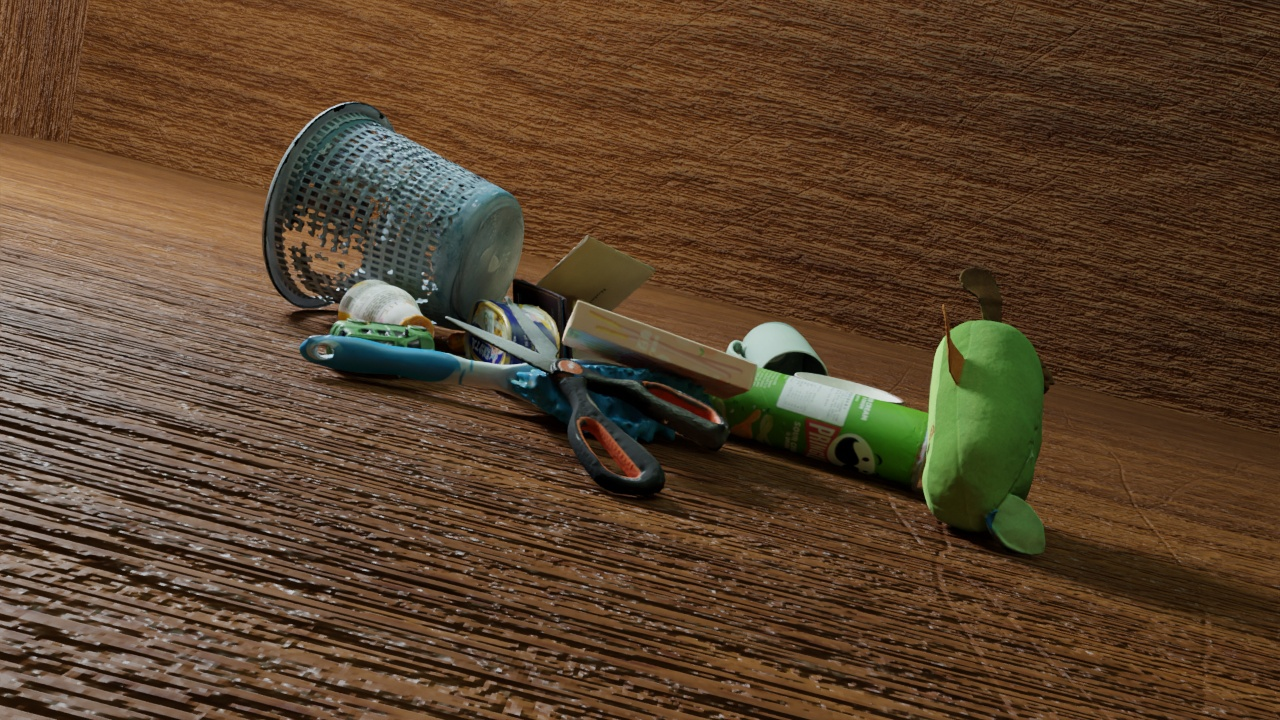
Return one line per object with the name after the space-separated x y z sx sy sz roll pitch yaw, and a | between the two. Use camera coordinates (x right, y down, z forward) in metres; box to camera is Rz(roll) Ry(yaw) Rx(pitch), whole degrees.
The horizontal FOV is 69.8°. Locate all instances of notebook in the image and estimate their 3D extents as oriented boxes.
-0.070 -0.072 1.048 0.008 0.148 0.207 52 13 16 | notebook

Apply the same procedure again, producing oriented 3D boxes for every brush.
-0.102 0.017 0.735 0.314 0.060 0.109 8 4 -29 | brush

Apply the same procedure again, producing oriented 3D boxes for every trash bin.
-0.238 -0.130 0.954 0.195 0.227 0.226 21 10 14 | trash bin

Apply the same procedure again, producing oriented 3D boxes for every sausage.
-0.141 -0.014 0.988 0.165 0.021 0.021 5 12 -45 | sausage

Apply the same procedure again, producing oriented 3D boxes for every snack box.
0.013 -0.006 0.774 0.157 0.026 0.084 19 -10 -5 | snack box

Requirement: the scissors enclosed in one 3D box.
-0.037 0.021 0.660 0.221 0.022 0.221 16 29 -13 | scissors

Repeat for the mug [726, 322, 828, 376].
0.150 0.003 1.063 0.111 0.082 0.106 15 21 -13 | mug

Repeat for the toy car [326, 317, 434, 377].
-0.213 -0.009 0.762 0.091 0.043 0.036 4 9 -41 | toy car

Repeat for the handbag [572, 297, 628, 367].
-0.006 0.006 0.982 0.178 0.063 0.163 28 8 -9 | handbag

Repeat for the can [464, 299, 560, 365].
-0.122 -0.016 0.850 0.049 0.075 0.148 6 10 -26 | can

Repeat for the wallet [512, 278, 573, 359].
-0.094 -0.025 0.889 0.020 0.096 0.122 -13 18 -24 | wallet

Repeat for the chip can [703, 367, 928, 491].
0.143 0.050 0.838 0.236 0.072 0.072 16 8 17 | chip can

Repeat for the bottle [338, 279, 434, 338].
-0.230 -0.036 0.840 0.063 0.063 0.108 6 11 -43 | bottle

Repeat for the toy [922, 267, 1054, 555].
0.283 0.042 0.752 0.090 0.227 0.245 -11 34 38 | toy

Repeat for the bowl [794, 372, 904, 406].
0.206 0.055 0.942 0.113 0.062 0.113 14 7 -2 | bowl
